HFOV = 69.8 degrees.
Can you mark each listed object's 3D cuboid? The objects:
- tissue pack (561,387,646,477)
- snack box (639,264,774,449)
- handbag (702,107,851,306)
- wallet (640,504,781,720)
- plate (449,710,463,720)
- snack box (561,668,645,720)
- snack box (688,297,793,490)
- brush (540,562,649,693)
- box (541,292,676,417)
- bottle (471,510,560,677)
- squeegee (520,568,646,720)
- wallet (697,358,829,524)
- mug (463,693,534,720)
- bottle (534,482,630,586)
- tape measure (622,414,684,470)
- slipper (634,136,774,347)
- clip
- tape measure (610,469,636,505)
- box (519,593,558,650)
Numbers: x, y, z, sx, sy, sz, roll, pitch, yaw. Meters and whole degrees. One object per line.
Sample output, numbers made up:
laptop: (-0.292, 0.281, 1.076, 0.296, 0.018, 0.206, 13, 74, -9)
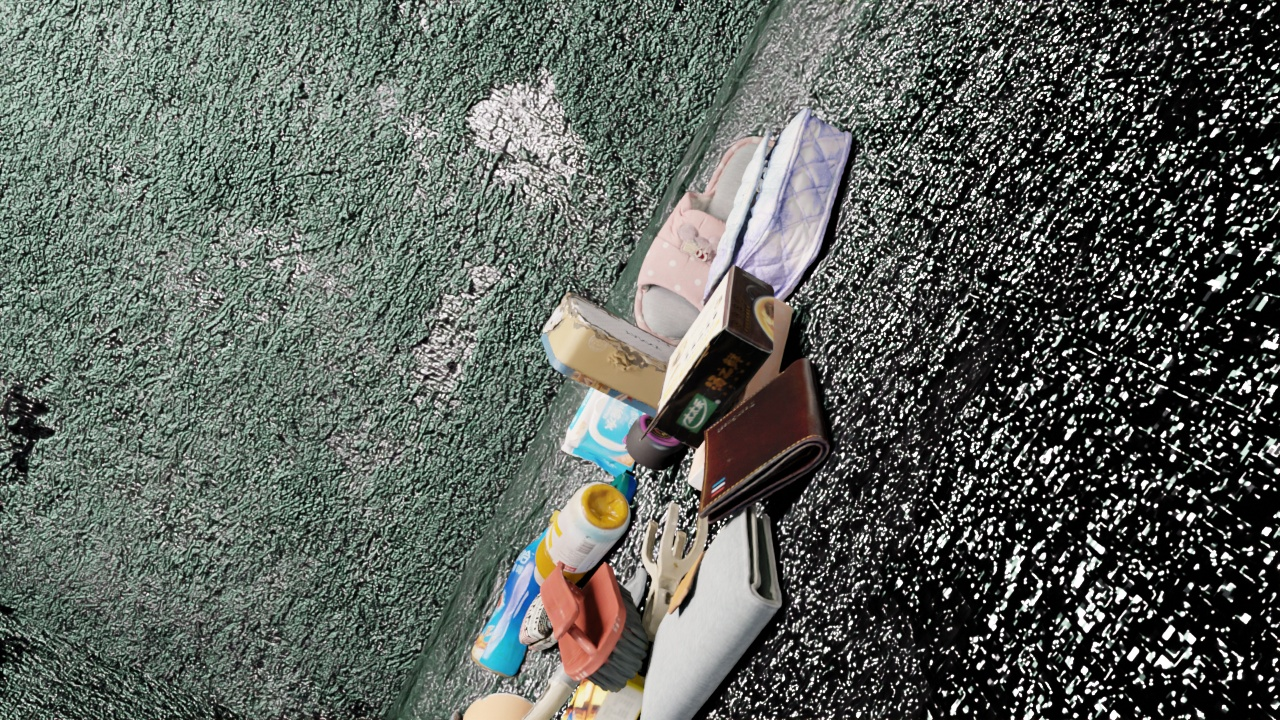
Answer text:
tissue pack: (-0.027, 0.067, 1.122, 0.140, 0.090, 0.063, -62, 7, 0)
snack box: (0.055, 0.001, 0.729, 0.113, 0.053, 0.125, -57, 11, 33)
handbag: (0.126, -0.140, 0.863, 0.134, 0.075, 0.193, -53, 11, 52)
wallet: (0.038, 0.160, 0.573, 0.130, 0.037, 0.106, -59, 9, 23)
plate: (-0.182, 0.428, 0.871, 0.179, 0.024, 0.179, 178, 91, -83)
snack box: (-0.042, 0.287, 0.688, 0.140, 0.033, 0.087, -65, 7, 0)
snack box: (0.083, 0.027, 0.759, 0.085, 0.026, 0.156, -53, 12, 49)
brush: (-0.039, 0.187, 0.659, 0.063, 0.069, 0.146, -51, 7, -3)
box: (-0.005, 0.005, 0.905, 0.060, 0.184, 0.089, -55, 24, 14)
bottle: (-0.147, 0.303, 1.211, 0.218, 0.065, 0.065, -63, 8, -12)
squeegee: (-0.074, 0.270, 0.763, 0.246, 0.039, 0.247, -41, 1, -21)
wallet: (0.081, 0.052, 0.619, 0.096, 0.020, 0.122, -35, 16, 18)
mug: (-0.132, 0.377, 0.836, 0.078, 0.078, 0.122, -60, 12, 19)
bottle: (-0.074, 0.206, 1.037, 0.190, 0.068, 0.067, -55, 11, 47)
tape measure: (0.013, 0.083, 0.921, 0.057, 0.057, 0.039, -30, -27, -59)
slipper: (0.085, -0.135, 1.000, 0.274, 0.114, 0.054, -58, -6, -14)
clip: (0.018, 0.164, 0.713, 0.092, 0.035, 0.103, 161, 128, -73)
tape measure: (-0.026, 0.155, 1.055, 0.055, 0.025, 0.058, -54, 13, 55)
box: (-0.110, 0.292, 1.049, 0.165, 0.057, 0.070, 130, 148, -59)
